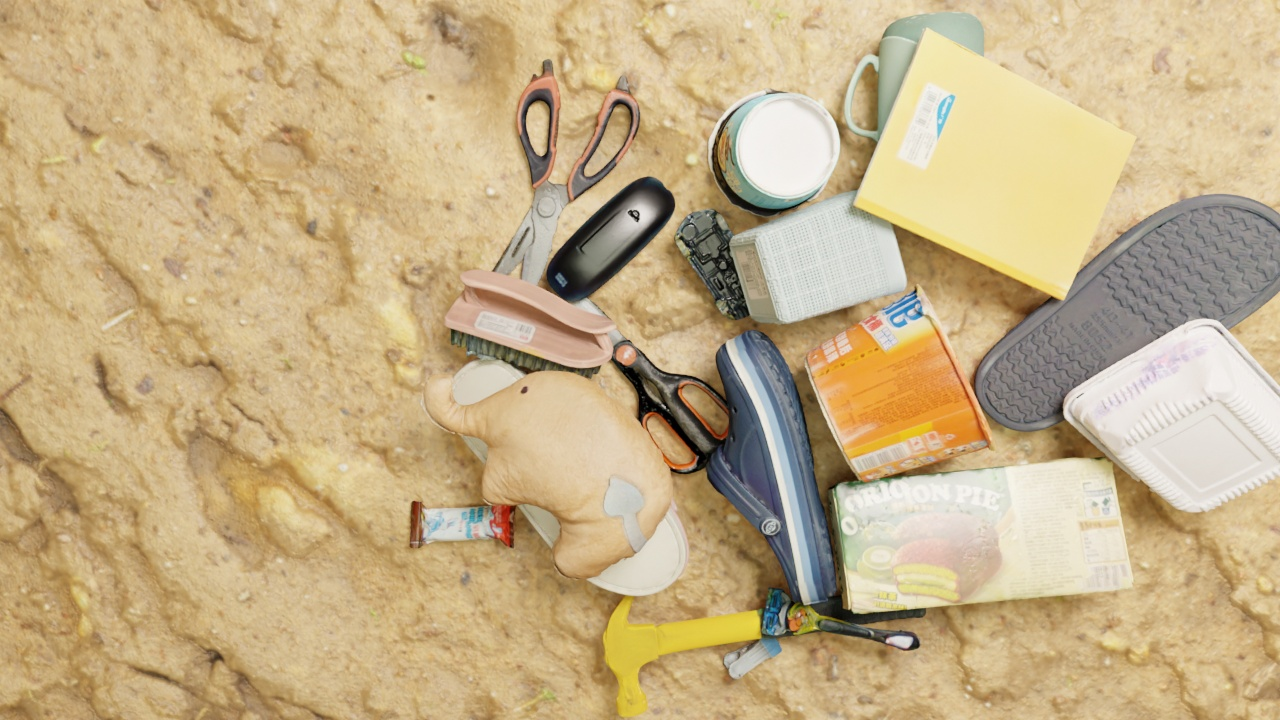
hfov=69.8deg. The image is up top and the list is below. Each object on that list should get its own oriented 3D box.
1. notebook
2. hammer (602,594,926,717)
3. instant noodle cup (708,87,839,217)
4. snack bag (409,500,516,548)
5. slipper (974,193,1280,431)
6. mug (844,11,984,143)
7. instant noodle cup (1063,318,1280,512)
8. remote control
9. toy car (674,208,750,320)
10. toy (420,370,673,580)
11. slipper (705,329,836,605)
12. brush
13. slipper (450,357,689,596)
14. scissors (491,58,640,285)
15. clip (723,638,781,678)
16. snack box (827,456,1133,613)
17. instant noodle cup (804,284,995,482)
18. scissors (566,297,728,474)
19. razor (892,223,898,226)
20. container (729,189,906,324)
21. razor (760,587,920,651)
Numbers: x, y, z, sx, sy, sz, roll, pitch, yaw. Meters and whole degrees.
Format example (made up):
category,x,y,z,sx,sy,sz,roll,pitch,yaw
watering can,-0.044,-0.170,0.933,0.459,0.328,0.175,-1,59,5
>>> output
category,x,y,z,sx,sy,sz,roll,pitch,yaw
notebook,0.283,-0.151,0.726,0.206,0.010,0.146,20,95,-15
hammer,0.113,0.245,0.855,0.301,0.033,0.128,-9,84,1
instant noodle cup,0.113,-0.173,0.749,0.111,0.120,0.111,0,99,3
snack bag,-0.168,0.155,0.868,0.104,0.026,0.048,1,88,2
slipper,0.407,-0.043,0.785,0.269,0.083,0.110,-41,89,26
mug,0.225,-0.225,0.759,0.112,0.082,0.106,1,101,20
instant noodle cup,0.455,0.059,0.756,0.173,0.060,0.138,35,124,-23
remote control,-0.027,-0.107,0.811,0.136,0.024,0.053,-44,92,2
toy car,0.071,-0.086,0.811,0.049,0.031,0.105,-34,103,4
toy,-0.075,0.073,0.770,0.226,0.082,0.143,42,83,7
slipper,0.108,0.096,0.808,0.095,0.105,0.253,-15,101,11
brush,-0.093,-0.030,0.803,0.145,0.063,0.073,18,129,4
slipper,-0.067,0.104,0.838,0.274,0.054,0.114,43,97,2
scissors,-0.082,-0.159,0.816,0.197,0.015,0.214,-20,99,6
clip,0.107,0.283,0.882,0.057,0.028,0.024,-32,99,-1
snack box,0.292,0.154,0.808,0.240,0.063,0.114,-7,79,4
instant noodle cup,0.213,0.026,0.771,0.111,0.151,0.151,-25,97,15
scissors,-0.016,0.015,0.838,0.235,0.021,0.125,30,100,-2
razor,0.266,-0.126,0.789,0.167,0.062,0.068,7,131,7
container,0.143,-0.083,0.764,0.111,0.090,0.090,-19,98,-11
razor,0.182,0.241,0.825,0.143,0.022,0.042,12,85,3
